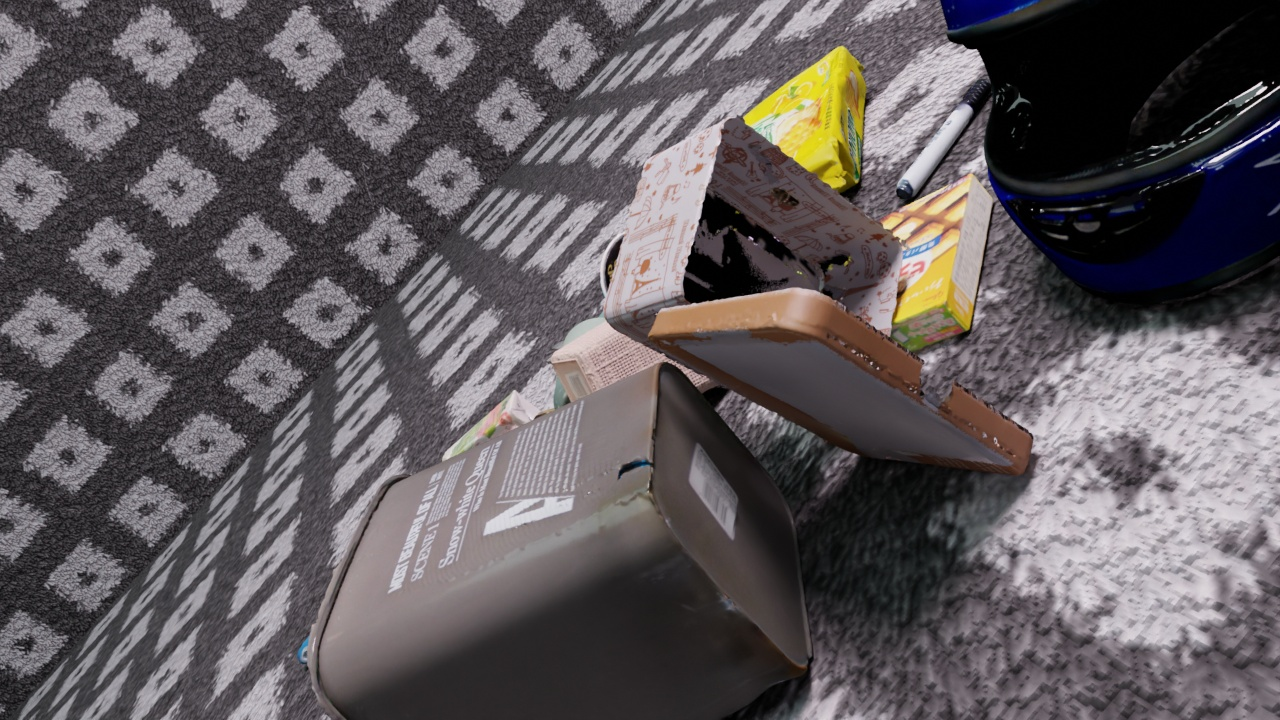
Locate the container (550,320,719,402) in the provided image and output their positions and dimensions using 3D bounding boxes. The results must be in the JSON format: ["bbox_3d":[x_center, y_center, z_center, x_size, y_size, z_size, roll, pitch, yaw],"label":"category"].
[{"bbox_3d":[-0.005,0.005,0.775,0.110,0.090,0.090,-30,9,-22],"label":"container"}]

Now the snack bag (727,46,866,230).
[{"bbox_3d":[0.156,-0.211,0.935,0.158,0.068,0.245,-30,27,36],"label":"snack bag"}]

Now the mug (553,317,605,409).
[{"bbox_3d":[-0.026,0.016,0.880,0.112,0.082,0.106,-14,29,11],"label":"mug"}]

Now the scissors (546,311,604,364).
[{"bbox_3d":[-0.042,-0.019,1.011,0.179,0.019,0.161,-28,33,21],"label":"scissors"}]

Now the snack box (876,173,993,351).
[{"bbox_3d":[0.196,-0.064,0.650,0.087,0.033,0.140,-25,32,46],"label":"snack box"}]

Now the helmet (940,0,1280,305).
[{"bbox_3d":[0.277,-0.218,0.485,0.315,0.240,0.248,-54,20,-14],"label":"helmet"}]

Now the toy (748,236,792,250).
[{"bbox_3d":[0.114,-0.111,0.802,0.084,0.039,0.107,-37,20,25],"label":"toy"}]

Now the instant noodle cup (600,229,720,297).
[{"bbox_3d":[0.033,-0.086,0.874,0.111,0.111,0.121,-54,16,-17],"label":"instant noodle cup"}]

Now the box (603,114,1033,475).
[{"bbox_3d":[0.104,-0.047,0.534,0.218,0.180,0.157,-1,65,59],"label":"box"}]

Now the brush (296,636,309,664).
[{"bbox_3d":[-0.280,0.240,1.004,0.314,0.060,0.109,-49,16,3],"label":"brush"}]

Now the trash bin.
[{"bbox_3d":[-0.036,0.132,0.546,0.220,0.198,0.198,-32,25,22],"label":"trash bin"}]

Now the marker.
[{"bbox_3d":[0.255,-0.186,0.773,0.130,0.018,0.023,-51,13,-12],"label":"marker"}]

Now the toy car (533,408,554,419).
[{"bbox_3d":[-0.082,0.069,0.945,0.091,0.035,0.042,-13,40,52],"label":"toy car"}]

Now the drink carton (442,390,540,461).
[{"bbox_3d":[-0.166,0.095,1.031,0.123,0.053,0.045,-40,23,20],"label":"drink carton"}]

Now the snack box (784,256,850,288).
[{"bbox_3d":[0.117,-0.063,0.806,0.156,0.026,0.085,-44,21,7],"label":"snack box"}]
